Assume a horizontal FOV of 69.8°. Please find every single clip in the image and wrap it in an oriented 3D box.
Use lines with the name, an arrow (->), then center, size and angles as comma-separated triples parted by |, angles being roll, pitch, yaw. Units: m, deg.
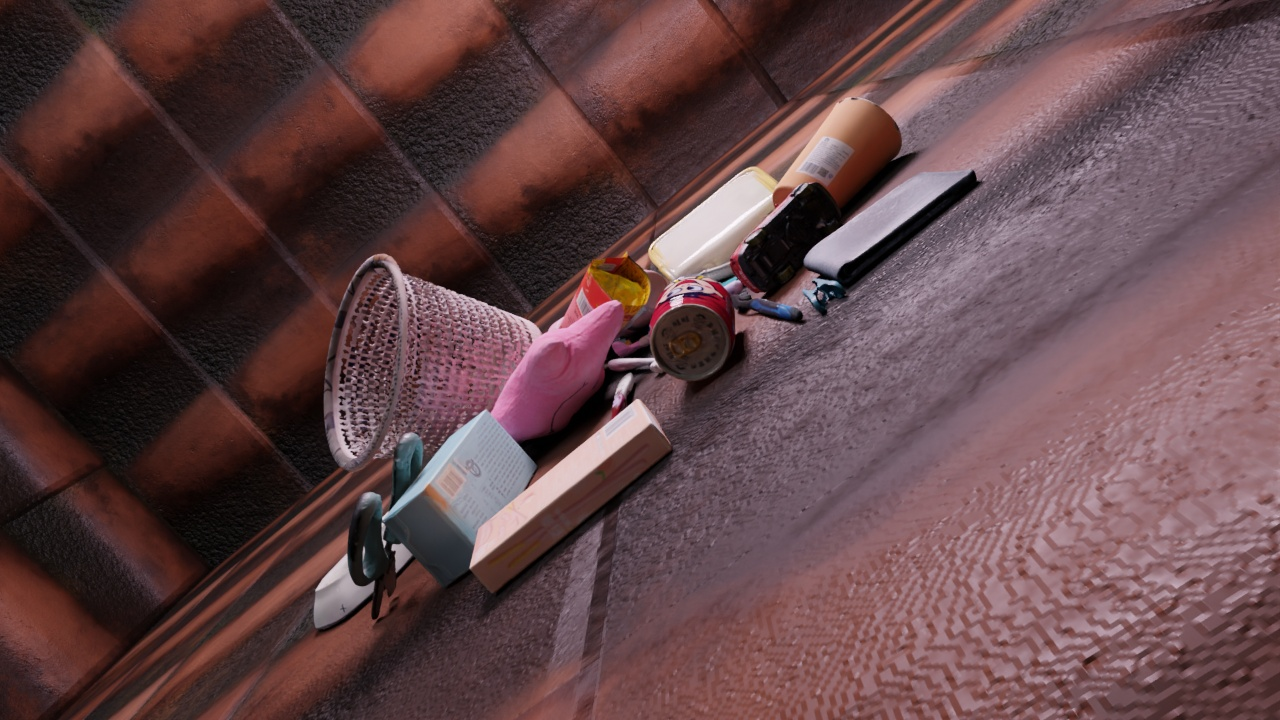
clip -> 0.127, -0.047, 0.651 | 0.048, 0.014, 0.057 | -41, 9, 6

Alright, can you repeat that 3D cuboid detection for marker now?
marker -> -0.058, -0.001, 1.111 | 0.022, 0.018, 0.131 | -23, -3, -42

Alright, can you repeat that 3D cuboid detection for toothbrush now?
toothbrush -> -0.005, 0.005, 0.903 | 0.016, 0.016, 0.180 | -48, 12, -13
toothbrush -> -0.014, 0.038, 0.794 | 0.016, 0.017, 0.187 | -41, 7, 10
toothbrush -> 0.101, -0.044, 0.737 | 0.016, 0.014, 0.189 | -17, 9, -6
toothbrush -> 0.037, -0.042, 0.944 | 0.190, 0.029, 0.021 | -27, 56, 45

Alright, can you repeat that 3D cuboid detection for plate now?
plate -> -0.257, 0.180, 0.994 | 0.162, 0.034, 0.264 | -30, 14, 45

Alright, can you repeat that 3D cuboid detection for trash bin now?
trash bin -> -0.215, 0.014, 0.999 | 0.228, 0.191, 0.227 | -18, 68, 51

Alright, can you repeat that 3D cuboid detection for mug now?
mug -> 0.185, -0.184, 0.882 | 0.122, 0.078, 0.078 | -49, 12, -20

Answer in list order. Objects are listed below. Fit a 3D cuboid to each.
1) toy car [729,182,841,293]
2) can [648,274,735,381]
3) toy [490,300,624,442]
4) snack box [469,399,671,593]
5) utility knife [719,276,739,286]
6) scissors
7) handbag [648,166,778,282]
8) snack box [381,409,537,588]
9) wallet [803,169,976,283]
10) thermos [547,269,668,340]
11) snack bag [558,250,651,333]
toy car -> 0.126, -0.109, 0.809 | 0.120, 0.053, 0.045 | -43, 13, -20
can -> 0.041, -0.026, 0.719 | 0.067, 0.066, 0.093 | -37, 11, 15
toy -> -0.078, 0.016, 0.915 | 0.195, 0.074, 0.178 | -51, -14, 23
snack box -> -0.050, 0.092, 0.647 | 0.157, 0.026, 0.084 | -40, 10, 2
utility knife -> 0.074, -0.070, 0.946 | 0.029, 0.013, 0.210 | -46, 12, -30
scissors -> -0.214, 0.152, 0.749 | 0.169, 0.019, 0.178 | -66, -9, -77
handbag -> 0.101, -0.129, 1.017 | 0.163, 0.063, 0.178 | -39, 25, 6
snack box -> -0.148, 0.112, 0.781 | 0.052, 0.074, 0.174 | -36, 10, 18
wallet -> 0.182, -0.101, 0.680 | 0.121, 0.019, 0.097 | -38, 12, 3
thermos -> -0.044, -0.044, 1.125 | 0.199, 0.067, 0.087 | -26, 25, 51
snack bag -> -0.072, -0.024, 1.038 | 0.208, 0.073, 0.128 | -51, 22, 36
